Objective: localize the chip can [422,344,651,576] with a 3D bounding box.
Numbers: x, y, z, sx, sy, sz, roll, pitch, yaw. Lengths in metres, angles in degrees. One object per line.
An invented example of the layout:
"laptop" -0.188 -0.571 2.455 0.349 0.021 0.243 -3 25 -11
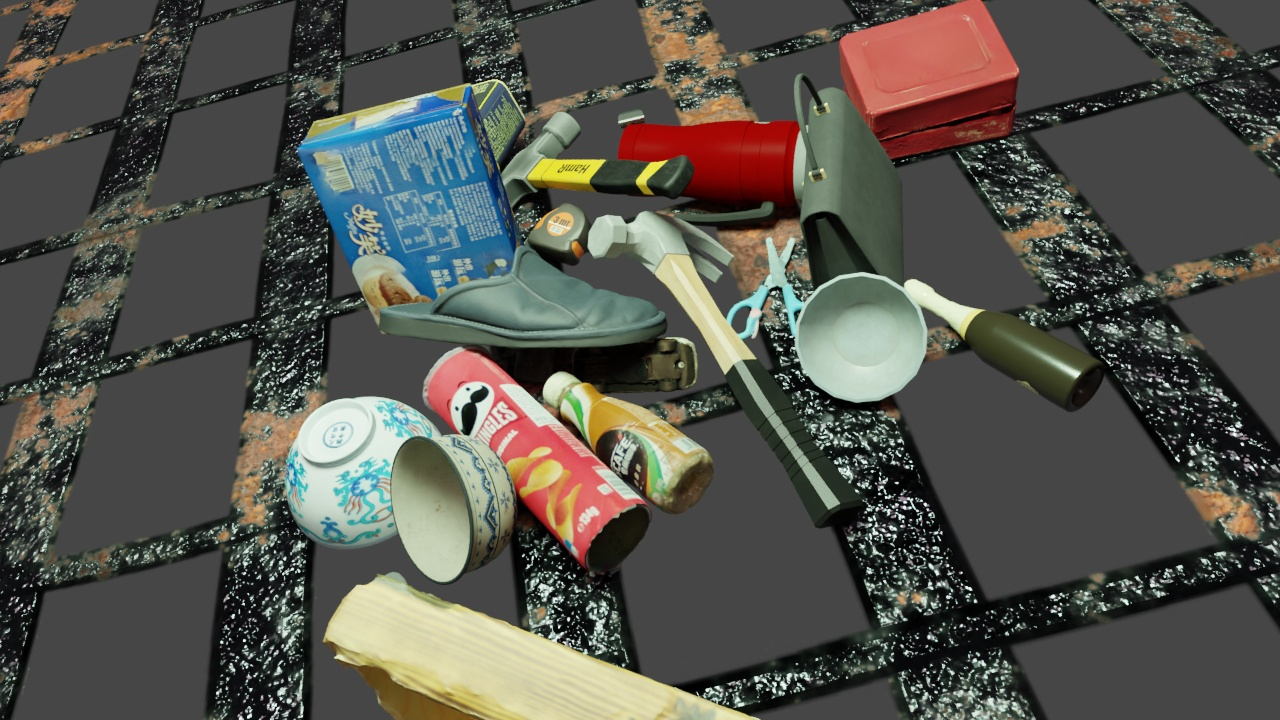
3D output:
"chip can" -0.088 0.077 0.755 0.073 0.073 0.233 -38 54 -18

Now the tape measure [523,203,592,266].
"tape measure" -0.078 -0.129 0.949 0.058 0.038 0.058 20 72 28

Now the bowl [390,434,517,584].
"bowl" -0.141 0.111 0.721 0.059 0.116 0.115 -10 38 -44

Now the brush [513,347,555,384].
"brush" -0.096 -0.036 0.890 0.039 0.012 0.151 -4 50 10

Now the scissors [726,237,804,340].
"scissors" 0.139 -0.069 0.859 0.095 0.015 0.142 13 61 24

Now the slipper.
"slipper" -0.108 -0.060 0.821 0.266 0.083 0.108 4 11 12

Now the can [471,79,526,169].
"can" -0.210 -0.251 1.041 0.135 0.075 0.104 -5 45 29

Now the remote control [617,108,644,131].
"remote control" -0.010 -0.264 1.011 0.028 0.012 0.124 -12 10 3

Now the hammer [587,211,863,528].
"hammer" 0.077 -0.004 0.768 0.131 0.039 0.328 -2 49 -40

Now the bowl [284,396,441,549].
"bowl" -0.247 0.080 0.788 0.144 0.074 0.143 -7 50 8

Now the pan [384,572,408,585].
"pan" -0.144 0.289 0.623 0.216 0.024 0.354 -22 49 -5

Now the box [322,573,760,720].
"box" -0.008 0.287 0.376 0.279 0.337 0.285 14 53 17

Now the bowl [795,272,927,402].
"bowl" 0.186 -0.020 0.767 0.106 0.106 0.039 10 10 21

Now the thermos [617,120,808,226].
"thermos" 0.080 -0.190 0.936 0.199 0.084 0.108 6 82 21

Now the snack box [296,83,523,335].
"snack box" -0.205 -0.138 0.870 0.155 0.203 0.069 -13 35 3

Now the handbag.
"handbag" 0.169 -0.160 0.800 0.072 0.196 0.175 -10 47 26

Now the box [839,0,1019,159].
"box" 0.296 -0.288 0.954 0.157 0.098 0.129 -12 54 3

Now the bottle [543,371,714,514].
"bottle" -0.017 0.060 0.759 0.059 0.059 0.167 -42 54 -21

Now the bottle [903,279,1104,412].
"bottle" 0.291 -0.022 0.765 0.045 0.045 0.184 -34 44 -15

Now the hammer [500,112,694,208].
"hammer" -0.055 -0.178 0.902 0.169 0.034 0.325 -52 33 -13

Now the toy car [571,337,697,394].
"toy car" -0.005 0.005 0.815 0.113 0.048 0.040 -1 7 10
